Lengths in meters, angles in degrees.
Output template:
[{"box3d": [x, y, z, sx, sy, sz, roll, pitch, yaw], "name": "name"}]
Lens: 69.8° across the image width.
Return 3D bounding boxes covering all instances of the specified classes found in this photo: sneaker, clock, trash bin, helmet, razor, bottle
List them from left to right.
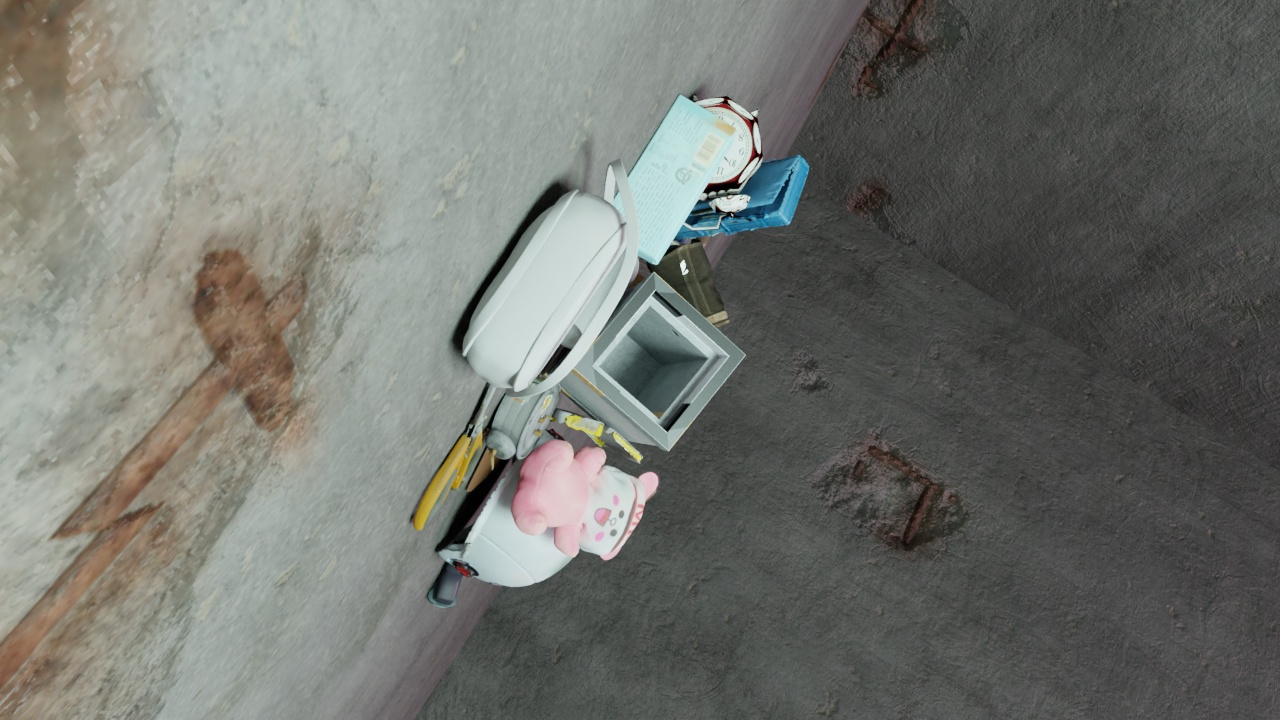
[{"box3d": [-0.289, 0.326, 1.432, 0.143, 0.047, 0.052, -62, -161, 24], "name": "razor"}, {"box3d": [-0.143, 0.074, 1.100, 0.147, 0.056, 0.104, -57, 170, -39], "name": "clock"}, {"box3d": [-0.155, 0.225, 1.309, 0.236, 0.163, 0.264, -57, -179, -21], "name": "helmet"}, {"box3d": [-0.040, -0.097, 1.098, 0.194, 0.052, 0.053, -55, 175, -35], "name": "bottle"}, {"box3d": [-0.007, 0.007, 1.143, 0.142, 0.142, 0.247, -50, -171, -11], "name": "trash bin"}, {"box3d": [0.044, -0.097, 1.271, 0.095, 0.120, 0.235, -19, -174, -8], "name": "sneaker"}, {"box3d": [0.081, -0.226, 1.076, 0.065, 0.115, 0.154, 17, 88, -86], "name": "clock"}]

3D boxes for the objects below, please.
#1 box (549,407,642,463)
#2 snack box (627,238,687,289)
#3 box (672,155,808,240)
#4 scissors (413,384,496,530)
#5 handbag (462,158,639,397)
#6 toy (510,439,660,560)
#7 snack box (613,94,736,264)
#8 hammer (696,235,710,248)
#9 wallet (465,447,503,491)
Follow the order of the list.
[{"box3d": [-0.075, 0.093, 1.238, 0.038, 0.129, 0.210, -62, -164, -8], "name": "box"}, {"box3d": [-0.005, -0.115, 1.385, 0.206, 0.056, 0.057, -55, 173, -26], "name": "snack box"}, {"box3d": [0.098, -0.205, 1.158, 0.232, 0.048, 0.093, 1, -118, 47], "name": "box"}, {"box3d": [-0.183, 0.082, 1.004, 0.226, 0.016, 0.161, -61, 176, 13], "name": "scissors"}, {"box3d": [-0.065, -0.061, 0.808, 0.216, 0.095, 0.222, -56, -179, -1], "name": "handbag"}, {"box3d": [-0.071, 0.182, 1.190, 0.213, 0.084, 0.142, 26, 84, -42], "name": "toy"}, {"box3d": [0.031, -0.199, 1.018, 0.174, 0.075, 0.053, -58, 177, 0], "name": "snack box"}, {"box3d": [0.091, -0.179, 1.313, 0.042, 0.156, 0.323, -33, 161, -34], "name": "hammer"}, {"box3d": [-0.186, 0.111, 1.205, 0.121, 0.013, 0.087, -60, 171, 31], "name": "wallet"}]
